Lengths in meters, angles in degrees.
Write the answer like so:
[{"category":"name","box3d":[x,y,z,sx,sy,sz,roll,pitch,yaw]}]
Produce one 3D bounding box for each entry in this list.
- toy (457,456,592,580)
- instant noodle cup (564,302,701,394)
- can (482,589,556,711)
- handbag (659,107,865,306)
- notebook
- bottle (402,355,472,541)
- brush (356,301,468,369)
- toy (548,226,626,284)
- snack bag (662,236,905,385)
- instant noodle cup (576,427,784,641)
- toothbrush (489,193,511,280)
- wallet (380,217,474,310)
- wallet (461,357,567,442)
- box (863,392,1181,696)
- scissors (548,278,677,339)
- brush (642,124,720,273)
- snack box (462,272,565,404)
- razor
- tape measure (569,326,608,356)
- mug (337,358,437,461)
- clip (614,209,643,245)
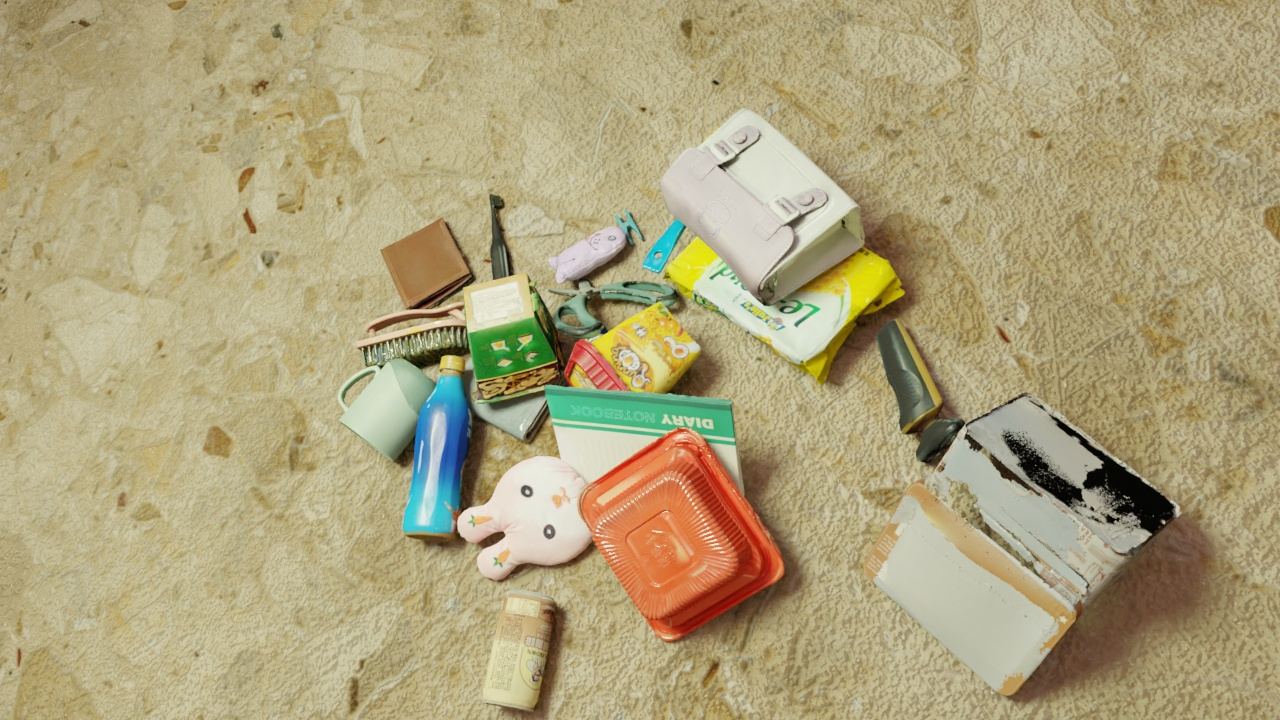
[{"category":"toy","box3d":[-0.126,0.180,1.024,0.159,0.054,0.121,-33,85,10]},{"category":"instant noodle cup","box3d":[-0.006,0.006,1.040,0.123,0.116,0.116,-39,85,-17]},{"category":"can","box3d":[-0.127,0.305,0.966,0.059,0.058,0.116,2,65,19]},{"category":"handbag","box3d":[0.130,-0.171,1.023,0.145,0.098,0.197,-39,58,1]},{"category":"notebook","box3d":[0.005,0.095,0.984,0.209,0.150,0.012,4,35,21]},{"category":"bottle","box3d":[-0.234,0.101,1.086,0.065,0.065,0.218,-1,72,18]},{"category":"brush","box3d":[-0.288,-0.032,1.186,0.146,0.063,0.073,-15,71,10]},{"category":"toy","box3d":[-0.066,-0.138,1.178,0.108,0.039,0.084,-32,31,0]},{"category":"snack bag","box3d":[0.161,-0.092,1.062,0.246,0.068,0.158,38,79,31]},{"category":"instant noodle cup","box3d":[0.031,0.178,0.921,0.165,0.079,0.189,-37,81,16]},{"category":"toothbrush","box3d":[-0.188,-0.141,1.231,0.027,0.026,0.212,2,58,-20]},{"category":"wallet","box3d":[-0.292,-0.131,1.258,0.101,0.032,0.124,-31,59,-2]},{"category":"wallet","box3d":[-0.165,0.029,1.130,0.130,0.037,0.106,24,75,27]},{"category":"box","box3d":[0.356,0.166,0.865,0.157,0.198,0.181,-18,48,-40]},{"category":"scissors","box3d":[-0.049,-0.065,1.103,0.170,0.019,0.180,7,31,20]},{"category":"brush","box3d":[0.074,-0.203,1.140,0.083,0.046,0.254,23,61,20]},{"category":"snack box","box3d":[-0.159,-0.035,1.083,0.117,0.106,0.118,-14,47,-2]},{"category":"razor","box3d":[0.293,0.027,0.974,0.067,0.062,0.167,-1,53,-16]},{"category":"tape measure","box3d":[-0.050,-0.008,1.116,0.058,0.025,0.054,-45,61,-2]},{"category":"mug","box3d":[-0.316,0.051,1.137,0.112,0.082,0.106,32,75,13]},{"category":"clip","box3d":[-0.015,-0.173,1.194,0.045,0.014,0.057,-29,58,1]}]
